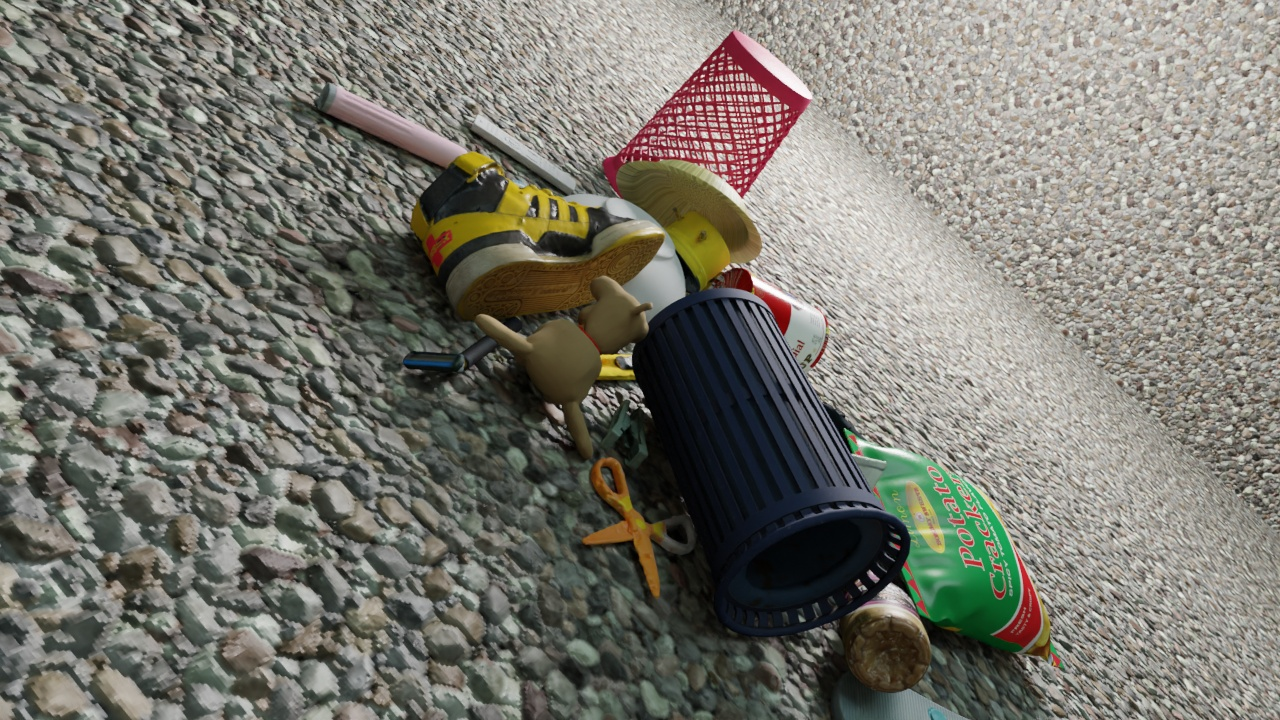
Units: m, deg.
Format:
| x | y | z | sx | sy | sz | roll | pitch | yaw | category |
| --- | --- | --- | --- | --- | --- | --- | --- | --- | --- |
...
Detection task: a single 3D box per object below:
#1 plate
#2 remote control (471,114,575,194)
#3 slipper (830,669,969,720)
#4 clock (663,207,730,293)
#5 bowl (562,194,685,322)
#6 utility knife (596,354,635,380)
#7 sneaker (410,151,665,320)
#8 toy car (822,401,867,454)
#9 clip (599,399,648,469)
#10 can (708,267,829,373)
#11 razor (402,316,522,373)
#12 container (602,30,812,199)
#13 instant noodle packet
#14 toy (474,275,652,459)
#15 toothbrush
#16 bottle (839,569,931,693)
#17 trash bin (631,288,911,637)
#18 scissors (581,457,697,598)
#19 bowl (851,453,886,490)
| x | y | z | sx | sy | sz | roll | pitch | yaw | category |
| --- | --- | --- | --- | --- | --- | --- | --- | --- | --- |
| 0.062 | -0.179 | 1.041 | 0.184 | 0.036 | 0.184 | 28 | -15 | 8 | plate |
| -0.129 | -0.226 | 1.013 | 0.131 | 0.012 | 0.033 | 32 | 25 | -19 | remote control |
| 0.252 | 0.315 | 0.674 | 0.268 | 0.055 | 0.098 | 25 | 31 | -8 | slipper |
| 0.059 | -0.114 | 1.028 | 0.083 | 0.057 | 0.119 | 45 | -12 | 35 | clock |
| -0.017 | -0.113 | 0.930 | 0.176 | 0.066 | 0.176 | 32 | 28 | -19 | bowl |
| -0.005 | 0.005 | 0.829 | 0.190 | 0.018 | 0.030 | 4 | 54 | -56 | utility knife |
| -0.090 | -0.113 | 0.788 | 0.237 | 0.086 | 0.122 | -17 | 64 | -48 | sneaker |
| 0.216 | 0.094 | 0.952 | 0.112 | 0.046 | 0.034 | 47 | 21 | 6 | toy car |
| -0.017 | 0.051 | 0.719 | 0.050 | 0.023 | 0.078 | 32 | 20 | -25 | clip |
| 0.134 | -0.039 | 0.998 | 0.116 | 0.087 | 0.086 | 24 | 31 | -31 | can |
| -0.122 | -0.009 | 0.685 | 0.043 | 0.022 | 0.144 | 5 | 15 | 17 | razor |
| 0.093 | -0.280 | 1.153 | 0.183 | 0.226 | 0.182 | 32 | 28 | -19 | container |
| 0.302 | 0.182 | 0.879 | 0.252 | 0.090 | 0.195 | 27 | 35 | -35 | instant noodle packet |
| -0.045 | -0.011 | 0.693 | 0.134 | 0.108 | 0.106 | 53 | -13 | -14 | toy |
| -0.196 | -0.201 | 0.870 | 0.222 | 0.027 | 0.026 | 21 | 35 | -37 | toothbrush |
| 0.185 | 0.198 | 0.716 | 0.059 | 0.060 | 0.166 | 43 | 10 | 3 | bottle |
| 0.083 | 0.063 | 0.699 | 0.139 | 0.140 | 0.249 | 21 | 32 | -35 | trash bin |
| 0.002 | 0.121 | 0.660 | 0.128 | 0.011 | 0.125 | 23 | 31 | -32 | scissors |
| 0.151 | 0.104 | 0.807 | 0.117 | 0.061 | 0.117 | 14 | -2 | 0 | bowl |
